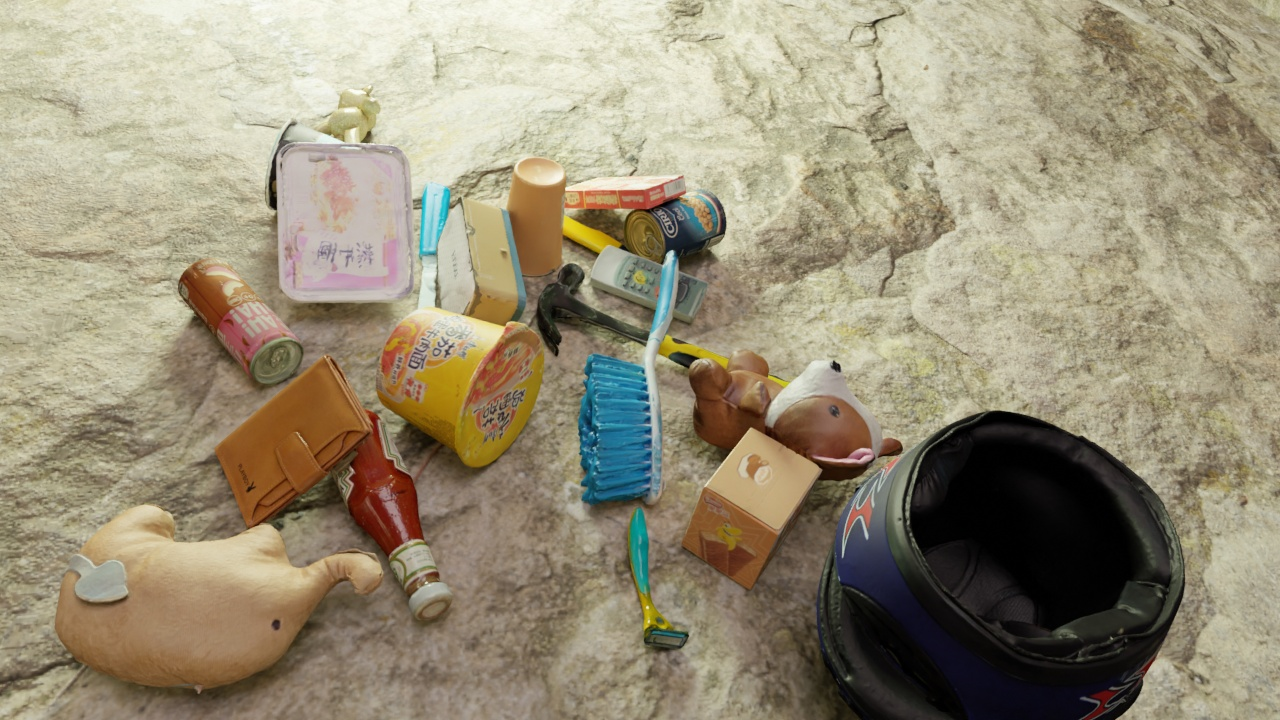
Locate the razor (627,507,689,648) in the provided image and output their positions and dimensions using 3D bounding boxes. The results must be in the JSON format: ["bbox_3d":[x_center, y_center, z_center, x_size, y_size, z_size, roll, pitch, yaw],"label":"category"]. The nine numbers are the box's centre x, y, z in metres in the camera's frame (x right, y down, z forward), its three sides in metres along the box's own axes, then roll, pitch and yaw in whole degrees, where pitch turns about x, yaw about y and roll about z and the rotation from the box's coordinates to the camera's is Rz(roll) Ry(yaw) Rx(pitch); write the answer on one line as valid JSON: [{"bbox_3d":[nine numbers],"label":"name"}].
[{"bbox_3d":[0.007,0.189,0.809,0.043,0.028,0.132,16,42,-33],"label":"razor"}]

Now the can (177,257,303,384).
[{"bbox_3d":[-0.398,-0.041,0.912,0.057,0.058,0.147,-30,59,-36],"label":"can"}]

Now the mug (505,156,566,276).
[{"bbox_3d":[-0.122,-0.168,1.064,0.078,0.123,0.078,8,45,-8],"label":"mug"}]

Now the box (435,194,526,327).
[{"bbox_3d":[-0.175,-0.091,0.991,0.061,0.090,0.184,12,43,-32],"label":"box"}]

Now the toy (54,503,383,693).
[{"bbox_3d":[-0.316,0.183,0.696,0.226,0.083,0.143,10,55,-9],"label":"toy"}]

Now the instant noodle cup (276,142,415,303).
[{"bbox_3d":[-0.316,-0.142,0.989,0.138,0.060,0.173,-2,83,-17],"label":"instant noodle cup"}]

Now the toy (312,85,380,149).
[{"bbox_3d":[-0.369,-0.292,1.174,0.105,0.066,0.157,-25,47,21],"label":"toy"}]

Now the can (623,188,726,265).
[{"bbox_3d":[0.045,-0.164,1.137,0.111,0.075,0.075,-24,56,-34],"label":"can"}]

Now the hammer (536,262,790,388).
[{"bbox_3d":[0.035,-0.010,1.013,0.323,0.032,0.125,22,45,7],"label":"hammer"}]

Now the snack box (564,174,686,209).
[{"bbox_3d":[-0.024,-0.209,1.142,0.153,0.025,0.075,9,27,43],"label":"snack box"}]

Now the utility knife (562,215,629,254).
[{"bbox_3d":[-0.084,-0.163,1.145,0.164,0.015,0.033,30,47,15],"label":"utility knife"}]

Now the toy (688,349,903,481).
[{"bbox_3d":[0.151,0.051,0.896,0.200,0.131,0.139,28,23,29],"label":"toy"}]

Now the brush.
[{"bbox_3d":[-0.006,0.005,0.939,0.109,0.061,0.313,8,58,-17],"label":"brush"}]

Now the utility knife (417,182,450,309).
[{"bbox_3d":[-0.245,-0.135,1.073,0.034,0.018,0.236,5,44,-12],"label":"utility knife"}]

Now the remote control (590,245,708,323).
[{"bbox_3d":[0.009,-0.091,1.086,0.135,0.019,0.056,22,62,7],"label":"remote control"}]

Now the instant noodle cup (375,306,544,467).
[{"bbox_3d":[-0.172,0.017,0.867,0.110,0.138,0.137,23,44,20],"label":"instant noodle cup"}]

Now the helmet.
[{"bbox_3d":[0.252,0.192,0.711,0.314,0.241,0.247,-18,53,-43],"label":"helmet"}]

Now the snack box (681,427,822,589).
[{"bbox_3d":[0.101,0.135,0.840,0.077,0.095,0.092,31,47,17],"label":"snack box"}]

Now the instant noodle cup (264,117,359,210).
[{"bbox_3d":[-0.356,-0.211,1.065,0.120,0.111,0.111,16,44,-7],"label":"instant noodle cup"}]

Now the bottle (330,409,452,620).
[{"bbox_3d":[-0.217,0.130,0.790,0.059,0.060,0.206,-17,53,-28],"label":"bottle"}]

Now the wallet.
[{"bbox_3d":[-0.302,0.070,0.799,0.132,0.031,0.108,-40,56,0],"label":"wallet"}]
